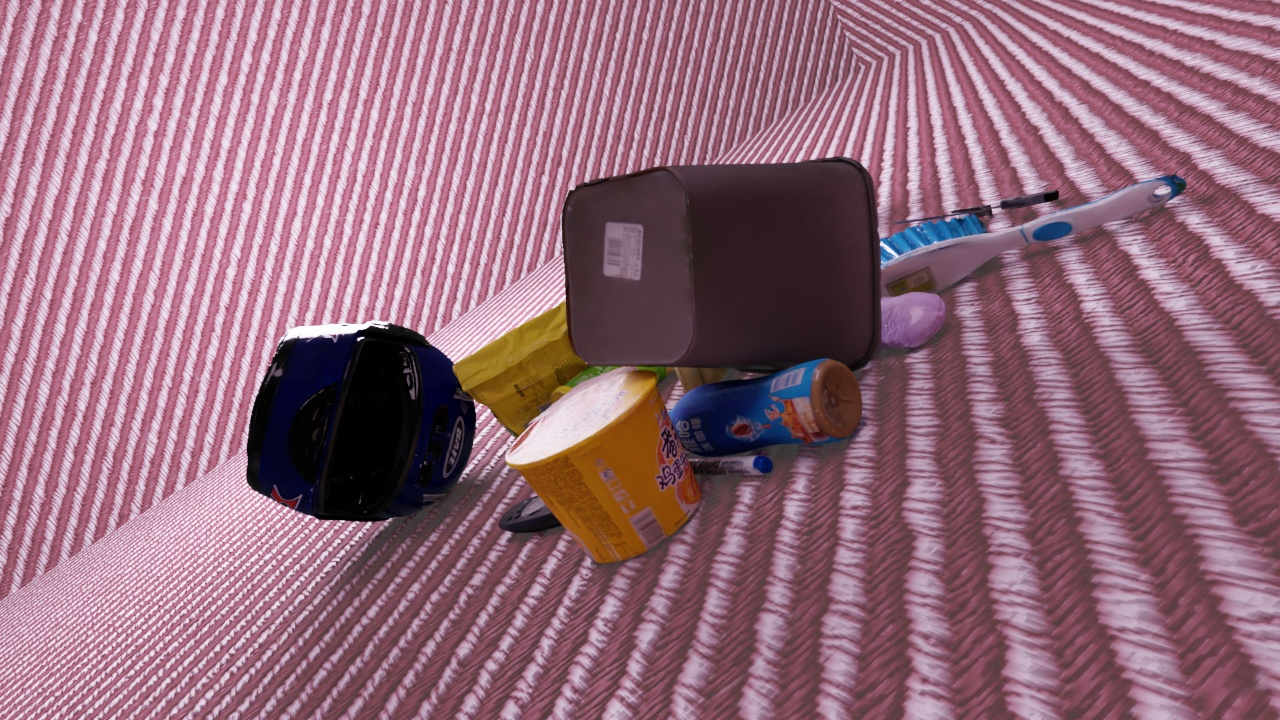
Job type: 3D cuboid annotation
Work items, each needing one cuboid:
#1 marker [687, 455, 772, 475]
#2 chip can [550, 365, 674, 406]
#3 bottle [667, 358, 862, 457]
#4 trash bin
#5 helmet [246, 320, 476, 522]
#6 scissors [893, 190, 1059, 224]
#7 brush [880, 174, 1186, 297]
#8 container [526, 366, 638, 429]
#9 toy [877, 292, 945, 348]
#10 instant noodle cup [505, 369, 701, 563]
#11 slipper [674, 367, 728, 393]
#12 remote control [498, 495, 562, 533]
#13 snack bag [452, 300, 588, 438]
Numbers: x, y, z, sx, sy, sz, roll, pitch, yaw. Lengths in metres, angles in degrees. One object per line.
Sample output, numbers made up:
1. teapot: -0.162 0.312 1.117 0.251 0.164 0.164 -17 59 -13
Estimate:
1. marker: 0.057 0.089 0.774 0.016 0.017 0.146 -39 16 -32
2. chip can: -0.006 0.006 1.079 0.220 0.072 0.073 -39 17 -33
3. bottle: 0.081 0.048 0.774 0.219 0.065 0.065 -16 19 47
4. trash bin: 0.065 -0.080 0.795 0.219 0.198 0.199 -4 2 -42
5. helmet: -0.318 0.077 1.097 0.240 0.247 0.316 12 0 -13
6. scissors: 0.347 -0.157 0.956 0.181 0.014 0.159 -9 2 6
7. brush: 0.332 -0.113 0.871 0.315 0.060 0.109 -23 20 18
8. container: -0.038 0.066 0.904 0.090 0.090 0.110 -22 13 30
9. toy: 0.223 -0.032 0.824 0.108 0.039 0.083 -4 46 54
10. instant noodle cup: -0.022 0.088 0.743 0.138 0.110 0.138 -28 14 8
11. slipper: 0.079 -0.030 1.007 0.082 0.091 0.190 -22 12 18
12. remote control: -0.076 0.137 0.855 0.137 0.024 0.053 -22 17 34
13. snack bag: -0.124 0.023 1.125 0.158 0.068 0.246 -30 -16 -4
